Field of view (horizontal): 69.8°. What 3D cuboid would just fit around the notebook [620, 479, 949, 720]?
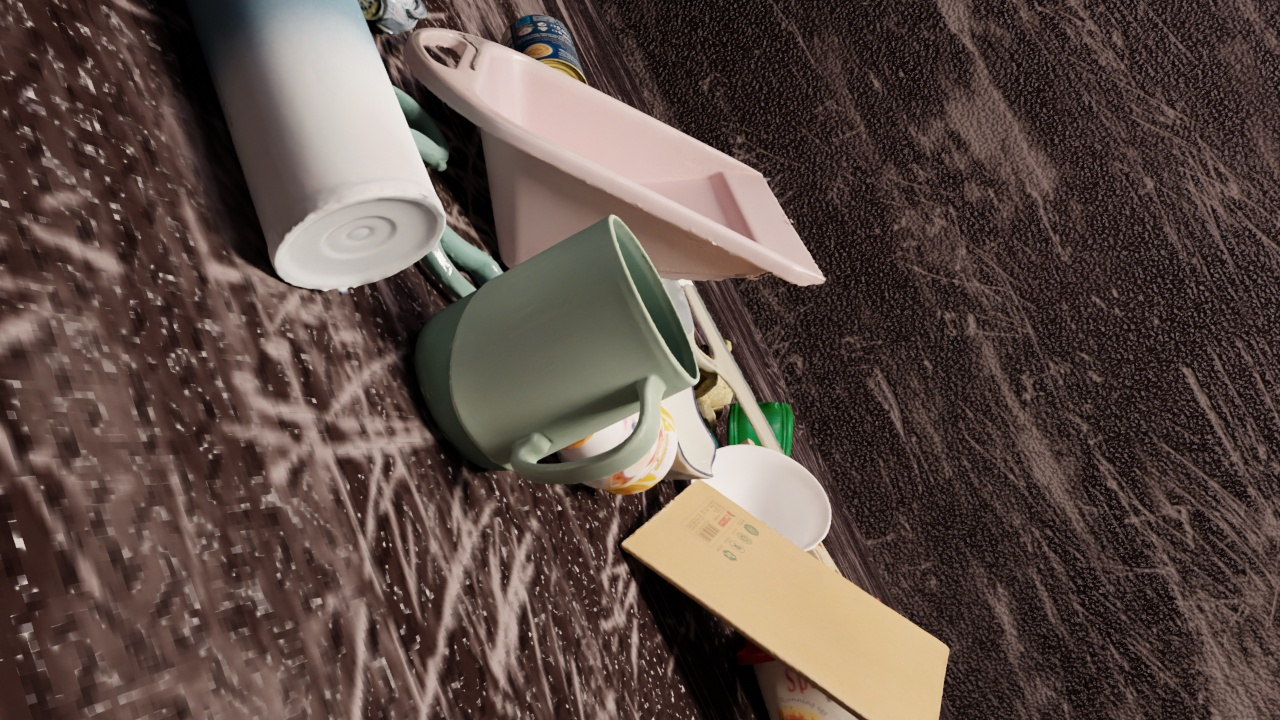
[{"bbox_3d":[0.099,0.154,0.586,0.208,0.008,0.147,33,19,14],"label":"notebook"}]

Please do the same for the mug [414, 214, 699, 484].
[{"bbox_3d":[-0.035,0.007,0.403,0.082,0.106,0.111,50,17,-52],"label":"mug"}]

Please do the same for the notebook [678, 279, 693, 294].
[{"bbox_3d":[0.007,-0.141,0.995,0.150,0.012,0.209,62,11,9],"label":"notebook"}]

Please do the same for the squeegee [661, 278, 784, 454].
[{"bbox_3d":[0.045,-0.028,0.816,0.246,0.039,0.246,65,7,32],"label":"squeegee"}]

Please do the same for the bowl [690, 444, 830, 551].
[{"bbox_3d":[0.092,0.135,0.769,0.118,0.118,0.065,-106,-158,-45],"label":"bowl"}]

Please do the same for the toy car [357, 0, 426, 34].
[{"bbox_3d":[-0.177,-0.257,0.562,0.120,0.037,0.054,54,14,-28],"label":"toy car"}]

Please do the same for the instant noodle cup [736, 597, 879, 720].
[{"bbox_3d":[0.142,0.248,0.677,0.116,0.116,0.124,30,47,-70],"label":"instant noodle cup"}]

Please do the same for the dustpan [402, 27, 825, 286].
[{"bbox_3d":[-0.015,-0.152,0.625,0.222,0.273,0.139,-104,-168,-60],"label":"dustpan"}]

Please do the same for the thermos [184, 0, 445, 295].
[{"bbox_3d":[-0.144,-0.135,0.358,0.220,0.070,0.070,65,11,15],"label":"thermos"}]

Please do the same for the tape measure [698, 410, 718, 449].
[{"bbox_3d":[0.058,0.073,0.896,0.058,0.025,0.054,60,10,-13],"label":"tape measure"}]

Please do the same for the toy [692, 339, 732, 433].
[{"bbox_3d":[0.069,0.027,0.988,0.157,0.066,0.105,43,65,-71],"label":"toy"}]

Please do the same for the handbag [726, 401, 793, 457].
[{"bbox_3d":[0.127,0.105,0.982,0.131,0.068,0.120,-53,142,-80],"label":"handbag"}]

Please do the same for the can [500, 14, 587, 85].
[{"bbox_3d":[-0.094,-0.278,0.886,0.075,0.075,0.111,53,14,-42],"label":"can"}]

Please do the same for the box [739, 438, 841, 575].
[{"bbox_3d":[0.117,0.167,0.846,0.168,0.079,0.091,61,10,24],"label":"box"}]

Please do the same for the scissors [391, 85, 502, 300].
[{"bbox_3d":[-0.126,-0.105,0.488,0.174,0.019,0.177,47,20,-52],"label":"scissors"}]

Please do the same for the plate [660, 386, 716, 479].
[{"bbox_3d":[-0.004,0.004,0.719,0.205,0.045,0.204,59,10,-19],"label":"plate"}]

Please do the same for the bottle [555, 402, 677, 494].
[{"bbox_3d":[-0.020,0.040,0.513,0.063,0.063,0.108,67,12,20],"label":"bottle"}]
